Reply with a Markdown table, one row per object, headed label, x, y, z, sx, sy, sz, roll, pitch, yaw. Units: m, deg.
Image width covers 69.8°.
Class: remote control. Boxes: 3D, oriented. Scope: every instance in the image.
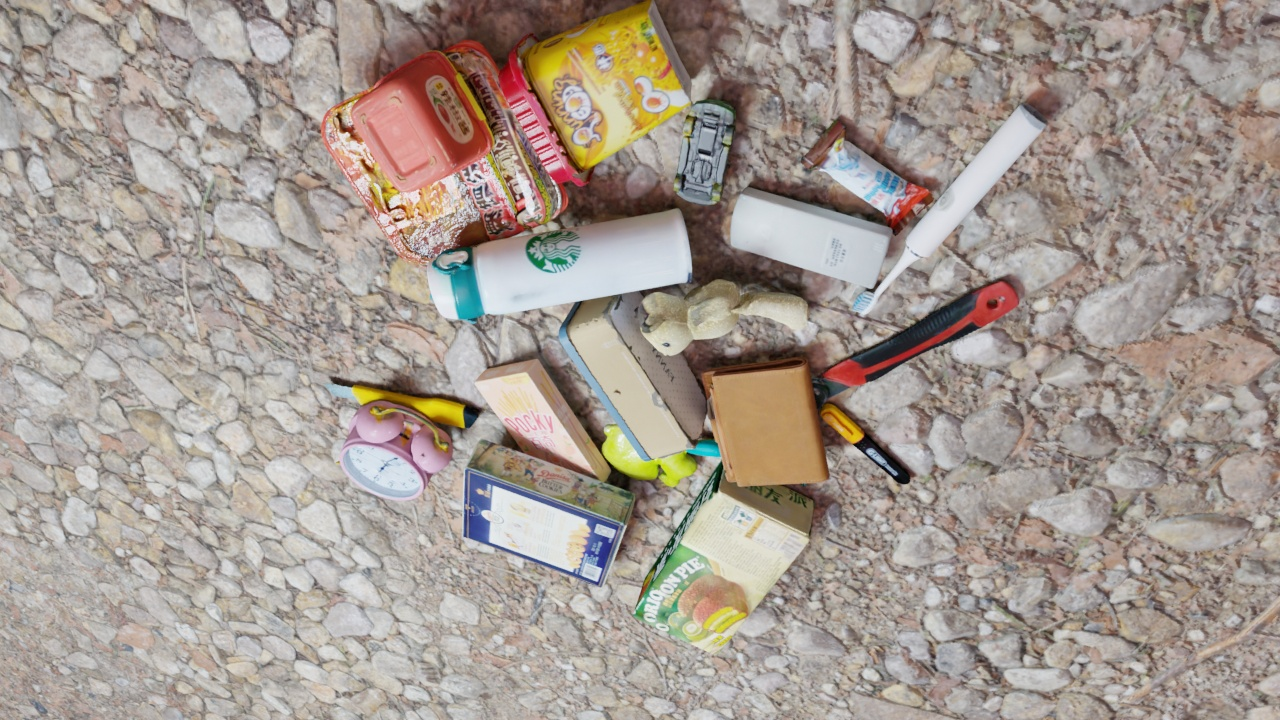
| label | x | y | z | sx | sy | sz | roll | pitch | yaw |
| --- | --- | --- | --- | --- | --- | --- | --- | --- | --- |
| remote control | 0.144 | -0.106 | 0.789 | 0.135 | 0.019 | 0.056 | 19 | 133 | 15 |

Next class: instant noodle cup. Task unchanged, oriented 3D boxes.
| label | x | y | z | sx | sy | sz | roll | pitch | yaw |
| --- | --- | --- | --- | --- | --- | --- | --- | --- | --- |
| instant noodle cup | -0.166 | -0.180 | 0.806 | 0.189 | 0.078 | 0.164 | -16 | 118 | 24 |
| instant noodle cup | -0.030 | -0.218 | 0.726 | 0.124 | 0.115 | 0.116 | -22 | 115 | 16 |

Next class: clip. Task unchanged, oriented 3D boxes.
| label | x | y | z | sx | sy | sz | roll | pitch | yaw |
| --- | --- | --- | --- | --- | --- | --- | --- | --- | --- |
| clip | -0.189 | -0.060 | 0.939 | 0.055 | 0.013 | 0.034 | 19 | 126 | 3 |

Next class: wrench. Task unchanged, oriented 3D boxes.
| label | x | y | z | sx | sy | sz | roll | pitch | yaw |
| --- | --- | --- | --- | --- | --- | --- | --- | --- | --- |
| wrench | 0.218 | -0.003 | 0.856 | 0.274 | 0.016 | 0.056 | -26 | 114 | 31 |

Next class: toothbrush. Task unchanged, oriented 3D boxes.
| label | x | y | z | sx | sy | sz | roll | pitch | yaw |
| --- | --- | --- | --- | --- | --- | --- | --- | --- | --- |
| toothbrush | 0.248 | -0.115 | 0.760 | 0.026 | 0.026 | 0.222 | 18 | 130 | -21 |

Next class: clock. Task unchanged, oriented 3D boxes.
| label | x | y | z | sx | sy | sz | roll | pitch | yaw |
| --- | --- | --- | --- | --- | --- | --- | --- | --- | --- |
| clock | -0.274 | 0.098 | 1.033 | 0.117 | 0.059 | 0.159 | 32 | 135 | -13 |

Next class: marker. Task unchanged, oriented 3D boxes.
| label | x | y | z | sx | sy | sz | roll | pitch | yaw |
| --- | --- | --- | --- | --- | --- | --- | --- | --- | --- |
| marker | 0.225 | 0.086 | 0.916 | 0.124 | 0.015 | 0.018 | 40 | 130 | -15 |

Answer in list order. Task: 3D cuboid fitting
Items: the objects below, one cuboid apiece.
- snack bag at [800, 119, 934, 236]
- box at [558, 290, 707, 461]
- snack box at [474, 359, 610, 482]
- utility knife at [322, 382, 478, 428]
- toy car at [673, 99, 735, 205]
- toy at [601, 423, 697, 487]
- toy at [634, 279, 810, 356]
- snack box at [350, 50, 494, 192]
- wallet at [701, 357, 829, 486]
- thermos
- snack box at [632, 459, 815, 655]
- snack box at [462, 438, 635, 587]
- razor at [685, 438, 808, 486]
| label | x | y | z | sx | sy | sz | roll | pitch | yaw |
| --- | --- | --- | --- | --- | --- | --- | --- | --- | --- |
| snack bag | 0.186 | -0.149 | 0.755 | 0.104 | 0.026 | 0.048 | 36 | 119 | -9 |
| box | -0.005 | 0.005 | 0.884 | 0.063 | 0.089 | 0.184 | -22 | 113 | 30 |
| snack box | -0.104 | 0.071 | 0.986 | 0.085 | 0.026 | 0.157 | -10 | 122 | 40 |
| utility knife | -0.271 | 0.046 | 1.037 | 0.190 | 0.015 | 0.033 | 11 | 130 | 9 |
| toy car | 0.055 | -0.174 | 0.770 | 0.043 | 0.036 | 0.091 | 15 | 126 | 5 |
| toy | 0.006 | 0.102 | 0.984 | 0.100 | 0.031 | 0.097 | -10 | 123 | 22 |
| toy | 0.074 | -0.040 | 0.822 | 0.157 | 0.105 | 0.066 | -4 | 107 | -5 |
| snack box | -0.172 | -0.181 | 0.712 | 0.082 | 0.080 | 0.091 | -21 | 112 | 25 |
| wallet | 0.122 | 0.064 | 0.898 | 0.108 | 0.031 | 0.132 | -7 | 115 | 19 |
| thermos | -0.071 | -0.083 | 0.801 | 0.224 | 0.073 | 0.073 | -10 | 124 | -4 |
| snack box | 0.089 | 0.225 | 1.026 | 0.114 | 0.063 | 0.241 | 25 | 128 | -1 |
| snack box | -0.109 | 0.176 | 1.032 | 0.182 | 0.045 | 0.178 | 20 | 144 | 2 |
| razor | 0.111 | 0.098 | 0.950 | 0.132 | 0.028 | 0.043 | 7 | 112 | 9 |
